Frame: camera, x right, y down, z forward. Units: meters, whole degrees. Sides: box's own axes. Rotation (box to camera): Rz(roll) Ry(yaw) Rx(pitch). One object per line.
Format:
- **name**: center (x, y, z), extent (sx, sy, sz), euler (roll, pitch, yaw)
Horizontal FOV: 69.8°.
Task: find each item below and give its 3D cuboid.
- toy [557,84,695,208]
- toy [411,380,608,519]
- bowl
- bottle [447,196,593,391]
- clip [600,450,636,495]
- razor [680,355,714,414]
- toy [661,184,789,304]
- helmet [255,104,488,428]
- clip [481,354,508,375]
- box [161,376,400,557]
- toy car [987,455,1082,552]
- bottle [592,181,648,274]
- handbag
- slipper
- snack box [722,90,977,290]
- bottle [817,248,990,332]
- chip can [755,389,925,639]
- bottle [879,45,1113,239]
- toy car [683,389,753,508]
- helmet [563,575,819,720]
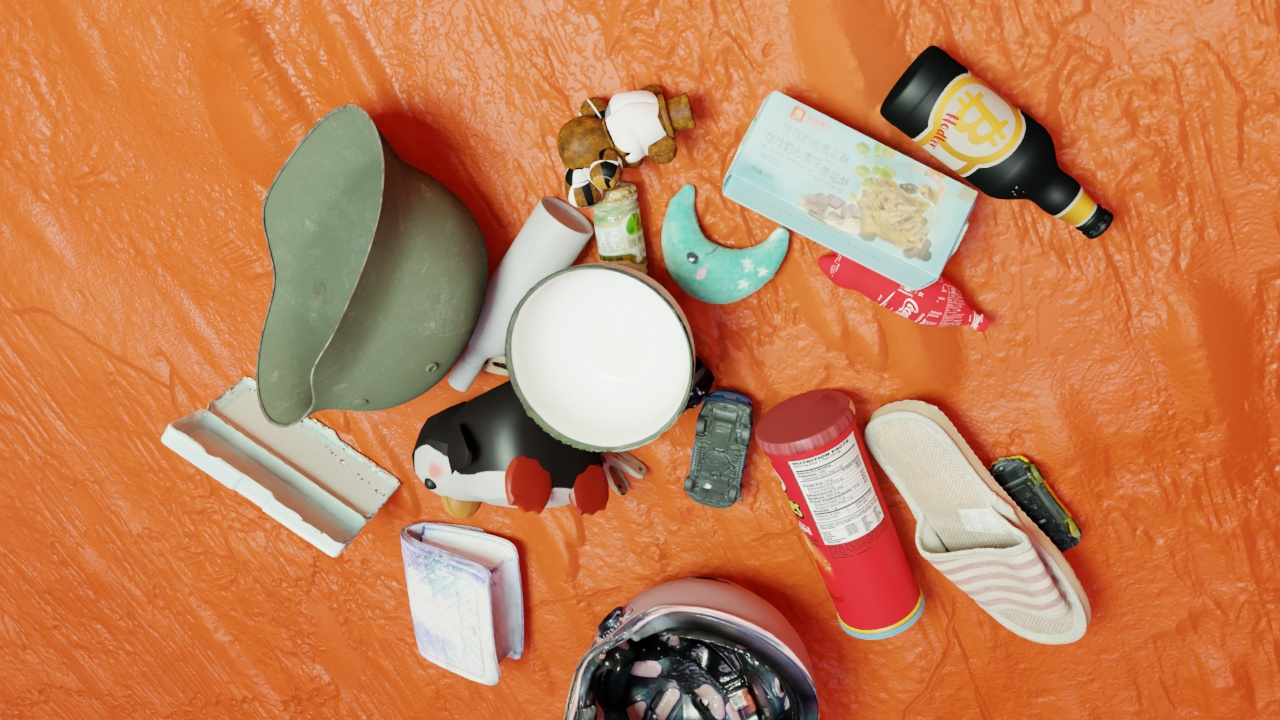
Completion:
- **toy**: center (-0.013, -0.174, 0.713), extent (0.113, 0.087, 0.067), euler (-15, 151, 8)
- **toy**: center (-0.133, 0.073, 0.841), extent (0.184, 0.159, 0.140), euler (-10, 74, 40)
- **bowl**: center (-0.026, -0.009, 0.742), extent (0.153, 0.072, 0.153), euler (5, 110, 13)
- **bottle**: center (-0.114, -0.050, 0.804), extent (0.052, 0.052, 0.196), euler (35, 115, -4)
- **clip**: center (-0.028, 0.102, 0.881), extent (0.049, 0.025, 0.061), euler (8, 116, 13)
- **razor**: center (-0.005, 0.005, 0.811), extent (0.140, 0.052, 0.064), euler (19, 113, 7)
- **toy**: center (0.062, -0.089, 0.759), extent (0.105, 0.033, 0.085), euler (26, 109, 3)
- **helmet**: center (-0.220, -0.055, 0.766), extent (0.153, 0.227, 0.268), euler (19, 117, -43)
- **clip**: center (-0.131, -0.004, 0.858), extent (0.061, 0.025, 0.049), euler (-21, 103, 30)
- **box**: center (-0.349, 0.104, 0.901), extent (0.197, 0.135, 0.044), euler (36, 114, -4)
- **toy car**: center (0.337, 0.125, 0.791), extent (0.049, 0.030, 0.107), euler (-32, 102, 27)
- **bottle**: center (-0.015, -0.092, 0.771), extent (0.043, 0.043, 0.111), euler (-2, 113, 16)
- **handbag**: center (-0.190, 0.253, 0.978), extent (0.127, 0.069, 0.159), euler (12, 118, 25)
- **slipper**: center (0.283, 0.147, 0.781), extent (0.263, 0.052, 0.115), euler (52, 144, -7)
- **snack box**: center (0.154, -0.126, 0.687), extent (0.174, 0.053, 0.075), euler (27, 81, 0)
- **bottle**: center (0.210, -0.058, 0.728), extent (0.141, 0.041, 0.042), euler (25, 119, 2)
- **chip can**: center (0.179, 0.137, 0.808), extent (0.087, 0.086, 0.213), euler (-17, 111, 22)
- **bottle**: center (0.262, -0.149, 0.660), extent (0.181, 0.059, 0.059), euler (35, 119, -4)
- **toy car**: center (0.074, 0.081, 0.831), extent (0.056, 0.043, 0.120), euler (12, 121, 9)
- **helmet**: center (0.059, 0.310, 0.886), extent (0.230, 0.152, 0.256), euler (29, 118, 3)
